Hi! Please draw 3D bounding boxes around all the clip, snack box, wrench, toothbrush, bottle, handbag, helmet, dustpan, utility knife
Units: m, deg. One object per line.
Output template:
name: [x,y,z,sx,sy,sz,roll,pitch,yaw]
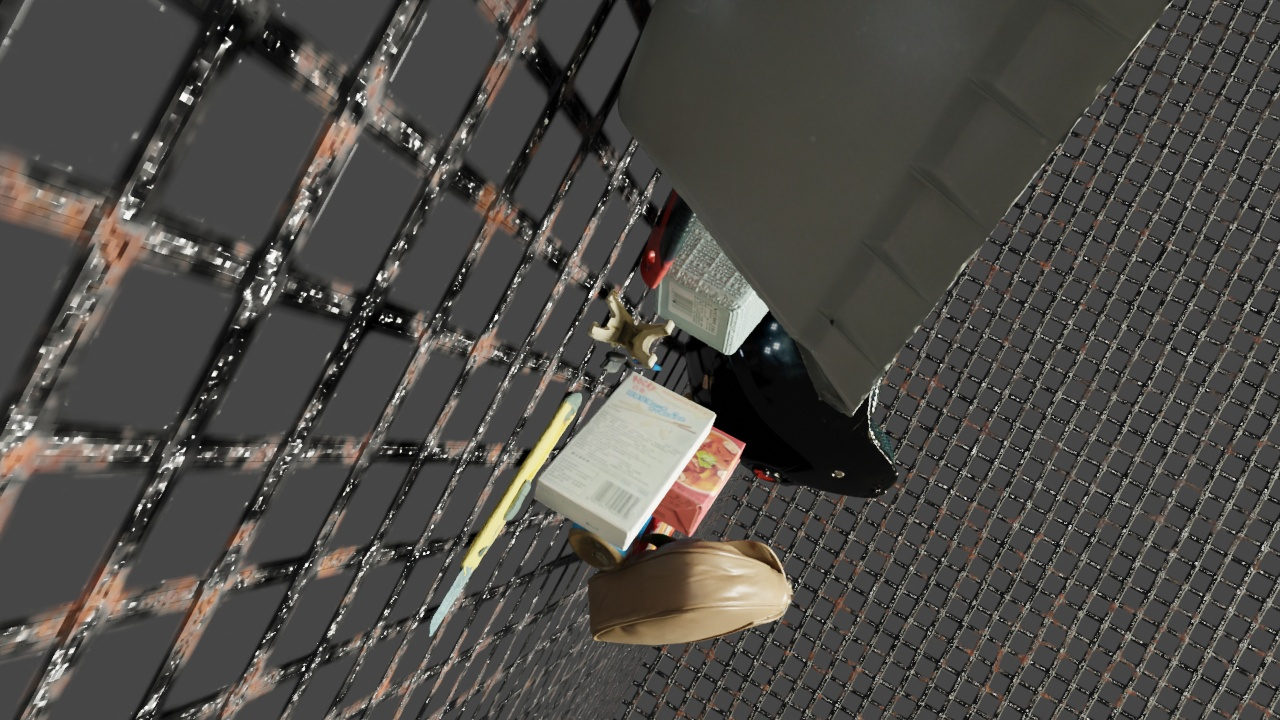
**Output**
clip: [-0.018,-0.025,0.649,0.035,0.092,0.103,-62,-158,-4]
snack box: [-0.009,0.076,0.742,0.156,0.085,0.027,-48,160,-46]
wrench: [0.058,-0.154,0.578,0.016,0.056,0.274,6,134,-29]
toothbrush: [-0.005,0.005,0.775,0.016,0.014,0.189,-62,168,4]
bottle: [0.008,0.113,0.931,0.218,0.065,0.065,-52,164,-36]
handbag: [0.041,0.227,0.910,0.205,0.147,0.099,-30,-125,47]
helmet: [0.156,0.003,0.917,0.275,0.230,0.232,116,-3,-59]
snack box: [0.026,0.083,0.833,0.126,0.113,0.044,-46,159,-51]
dustpan: [0.103,-0.152,0.443,0.142,0.257,0.223,-19,148,-42]
utility knife: [-0.095,0.101,0.637,0.196,0.020,0.031,-54,160,-13]

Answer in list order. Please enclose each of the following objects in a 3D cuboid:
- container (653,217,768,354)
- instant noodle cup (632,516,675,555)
container: [0.072,-0.076,0.737,0.111,0.090,0.090,-53,164,-23]
instant noodle cup: [0.020,0.150,1.052,0.193,0.066,0.194,-57,168,-19]
